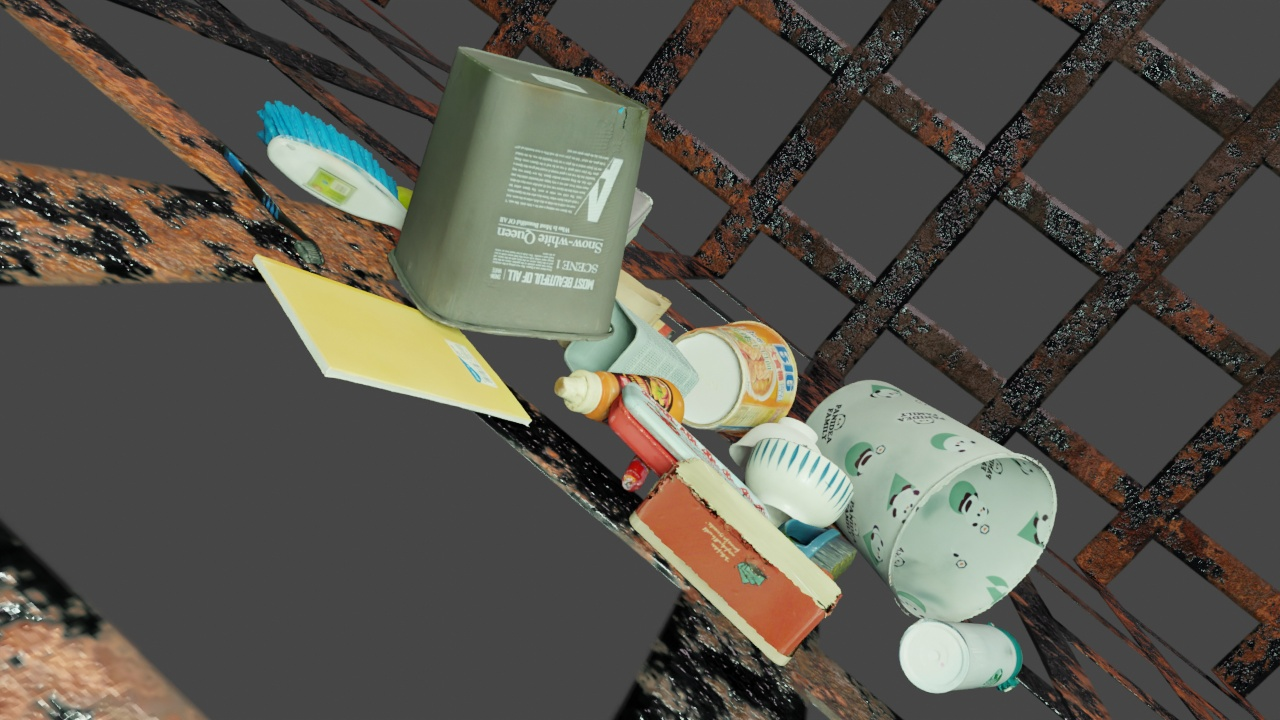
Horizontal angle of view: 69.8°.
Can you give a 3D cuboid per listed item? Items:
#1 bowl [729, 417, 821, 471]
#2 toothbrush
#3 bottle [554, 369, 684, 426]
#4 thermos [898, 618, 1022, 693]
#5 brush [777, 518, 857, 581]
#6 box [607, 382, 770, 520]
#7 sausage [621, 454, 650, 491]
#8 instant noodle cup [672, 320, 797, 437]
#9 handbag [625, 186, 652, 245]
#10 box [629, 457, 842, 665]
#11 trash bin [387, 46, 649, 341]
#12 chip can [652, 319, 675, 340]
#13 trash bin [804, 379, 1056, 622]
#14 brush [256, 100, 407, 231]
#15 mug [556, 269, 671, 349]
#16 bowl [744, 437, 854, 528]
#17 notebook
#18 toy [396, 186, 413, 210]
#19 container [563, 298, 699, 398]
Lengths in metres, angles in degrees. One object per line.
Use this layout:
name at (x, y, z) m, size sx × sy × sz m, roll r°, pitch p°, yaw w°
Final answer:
bowl at (0.170, 0.106, 1.069) m, size 0.118 × 0.064 × 0.118 m, roll 28°, pitch -20°, yaw 11°
toothbrush at (-0.323, -0.137, 0.792) m, size 0.016 × 0.014 × 0.189 m, roll -16°, pitch 50°, yaw -45°
bottle at (-0.024, 0.039, 0.904) m, size 0.149 × 0.067 × 0.066 m, roll 16°, pitch 24°, yaw -43°
thermos at (0.339, 0.306, 0.943) m, size 0.224 × 0.073 × 0.073 m, roll 23°, pitch 19°, yaw -51°
brush at (0.164, 0.187, 0.895) m, size 0.073 × 0.055 × 0.143 m, roll 43°, pitch 13°, yaw 19°
box at (0.053, 0.100, 0.851) m, size 0.201 × 0.047 × 0.086 m, roll 45°, pitch 12°, yaw -8°
sausage at (0.002, 0.095, 0.856) m, size 0.020 × 0.020 × 0.155 m, roll 38°, pitch 12°, yaw 2°
instant noodle cup at (0.102, 0.023, 1.134) m, size 0.151 × 0.152 × 0.111 m, roll 44°, pitch 22°, yaw 27°
handbag at (-0.101, -0.162, 1.116) m, size 0.145 × 0.099 × 0.196 m, roll 42°, pitch 52°, yaw 0°
box at (0.083, 0.152, 0.745) m, size 0.168 × 0.077 × 0.091 m, roll 42°, pitch 14°, yaw 16°
trash bin at (-0.107, -0.156, 0.859) m, size 0.198 × 0.220 × 0.198 m, roll 4°, pitch 26°, yaw -31°
chip can at (-0.059, -0.077, 1.192) m, size 0.216 × 0.073 × 0.073 m, roll 39°, pitch 12°, yaw 2°
trash bin at (0.336, 0.156, 1.143) m, size 0.229 × 0.230 × 0.252 m, roll 30°, pitch 10°, yaw -32°
brush at (-0.257, -0.155, 0.971) m, size 0.314 × 0.061 × 0.109 m, roll 30°, pitch 20°, yaw -43°
mug at (-0.029, -0.045, 1.081) m, size 0.084 × 0.104 × 0.124 m, roll 45°, pitch 14°, yaw 30°
bowl at (0.160, 0.142, 0.977) m, size 0.116 × 0.066 × 0.117 m, roll 26°, pitch -26°, yaw 13°
notebook at (-0.190, -0.013, 0.725) m, size 0.146 × 0.010 × 0.206 m, roll 46°, pitch 14°, yaw 34°
toy at (-0.253, -0.168, 1.060) m, size 0.100 × 0.031 × 0.096 m, roll 34°, pitch 15°, yaw -20°
container at (-0.006, 0.006, 1.001) m, size 0.111 × 0.090 × 0.090 m, roll 32°, pitch 14°, yaw -36°
